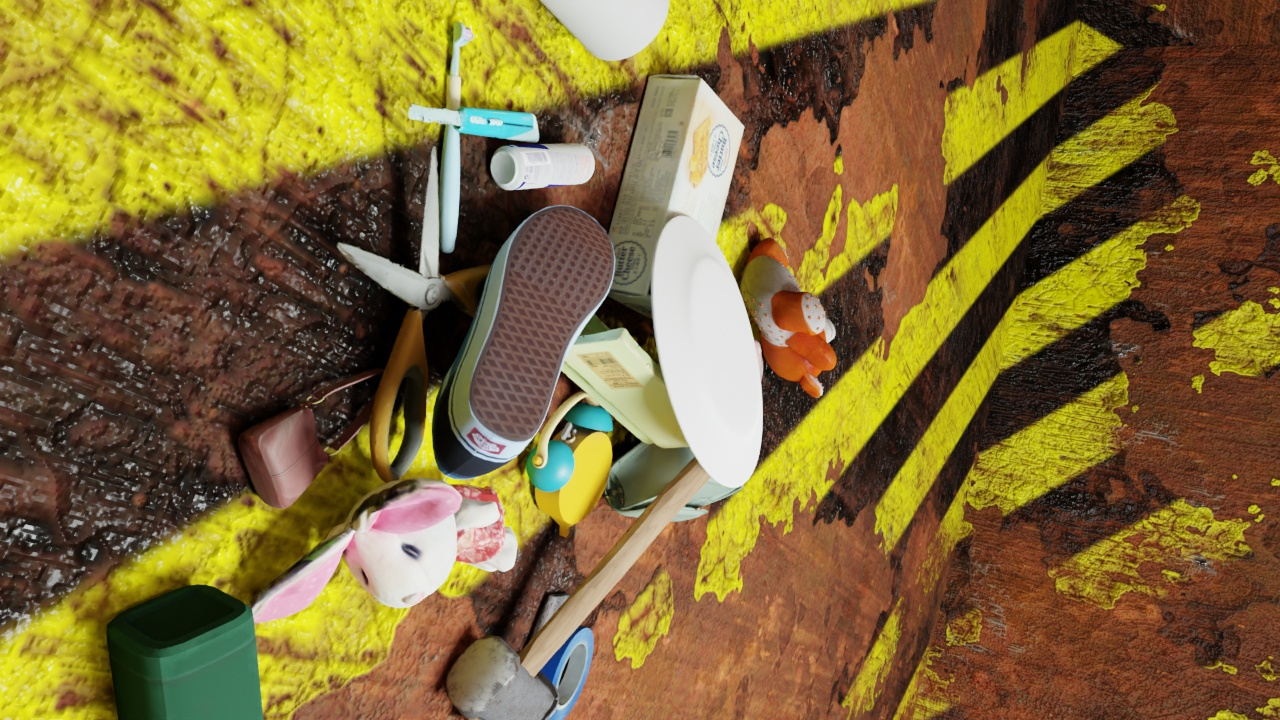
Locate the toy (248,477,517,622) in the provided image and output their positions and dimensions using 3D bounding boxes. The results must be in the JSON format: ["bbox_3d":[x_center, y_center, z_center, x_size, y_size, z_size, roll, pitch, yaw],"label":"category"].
[{"bbox_3d":[-0.149,0.120,0.612,0.084,0.159,0.194,61,13,19],"label":"toy"}]

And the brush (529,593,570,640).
[{"bbox_3d":[-0.098,0.280,0.824,0.039,0.012,0.151,46,62,-55],"label":"brush"}]

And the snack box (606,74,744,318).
[{"bbox_3d":[0.030,-0.146,0.857,0.104,0.058,0.207,24,80,-59],"label":"snack box"}]

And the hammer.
[{"bbox_3d":[-0.028,0.182,0.785,0.327,0.052,0.098,-47,139,-15],"label":"hammer"}]

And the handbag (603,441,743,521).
[{"bbox_3d":[0.035,0.119,0.909,0.121,0.106,0.067,23,38,-60],"label":"handbag"}]

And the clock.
[{"bbox_3d":[-0.059,0.089,0.801,0.098,0.044,0.130,-48,145,-41],"label":"clock"}]

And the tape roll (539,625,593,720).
[{"bbox_3d":[-0.071,0.289,0.848,0.091,0.016,0.093,-32,133,-63],"label":"tape roll"}]

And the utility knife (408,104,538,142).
[{"bbox_3d":[-0.112,-0.162,0.629,0.161,0.015,0.022,-29,118,-65],"label":"utility knife"}]

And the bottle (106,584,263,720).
[{"bbox_3d":[-0.246,0.197,0.503,0.061,0.061,0.131,-19,116,-53],"label":"bottle"}]

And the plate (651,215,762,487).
[{"bbox_3d":[0.070,-0.010,0.806,0.242,0.016,0.242,40,44,-54],"label":"plate"}]

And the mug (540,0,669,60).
[{"bbox_3d":[-0.037,-0.299,0.690,0.096,0.079,0.111,28,47,-58],"label":"mug"}]

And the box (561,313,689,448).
[{"bbox_3d":[-0.016,0.016,0.775,0.066,0.127,0.188,-50,138,-5],"label":"box"}]

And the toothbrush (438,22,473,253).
[{"bbox_3d":[-0.128,-0.152,0.633,0.022,0.016,0.155,-127,-138,-79],"label":"toothbrush"}]

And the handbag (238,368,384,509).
[{"bbox_3d":[-0.195,0.038,0.577,0.119,0.029,0.055,-48,139,-49],"label":"handbag"}]

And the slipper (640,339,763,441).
[{"bbox_3d":[0.083,0.038,1.005,0.273,0.054,0.114,-19,116,-57],"label":"slipper"}]

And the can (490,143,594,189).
[{"bbox_3d":[-0.075,-0.150,0.705,0.095,0.032,0.032,-21,117,-55],"label":"can"}]

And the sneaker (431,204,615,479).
[{"bbox_3d":[-0.093,-0.017,0.660,0.083,0.099,0.240,35,45,-17],"label":"sneaker"}]

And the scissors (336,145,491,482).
[{"bbox_3d":[-0.137,-0.031,0.632,0.229,0.016,0.225,-17,119,-65],"label":"scissors"}]

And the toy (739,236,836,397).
[{"bbox_3d":[0.180,-0.045,1.080,0.093,0.163,0.172,-25,134,0],"label":"toy"}]
